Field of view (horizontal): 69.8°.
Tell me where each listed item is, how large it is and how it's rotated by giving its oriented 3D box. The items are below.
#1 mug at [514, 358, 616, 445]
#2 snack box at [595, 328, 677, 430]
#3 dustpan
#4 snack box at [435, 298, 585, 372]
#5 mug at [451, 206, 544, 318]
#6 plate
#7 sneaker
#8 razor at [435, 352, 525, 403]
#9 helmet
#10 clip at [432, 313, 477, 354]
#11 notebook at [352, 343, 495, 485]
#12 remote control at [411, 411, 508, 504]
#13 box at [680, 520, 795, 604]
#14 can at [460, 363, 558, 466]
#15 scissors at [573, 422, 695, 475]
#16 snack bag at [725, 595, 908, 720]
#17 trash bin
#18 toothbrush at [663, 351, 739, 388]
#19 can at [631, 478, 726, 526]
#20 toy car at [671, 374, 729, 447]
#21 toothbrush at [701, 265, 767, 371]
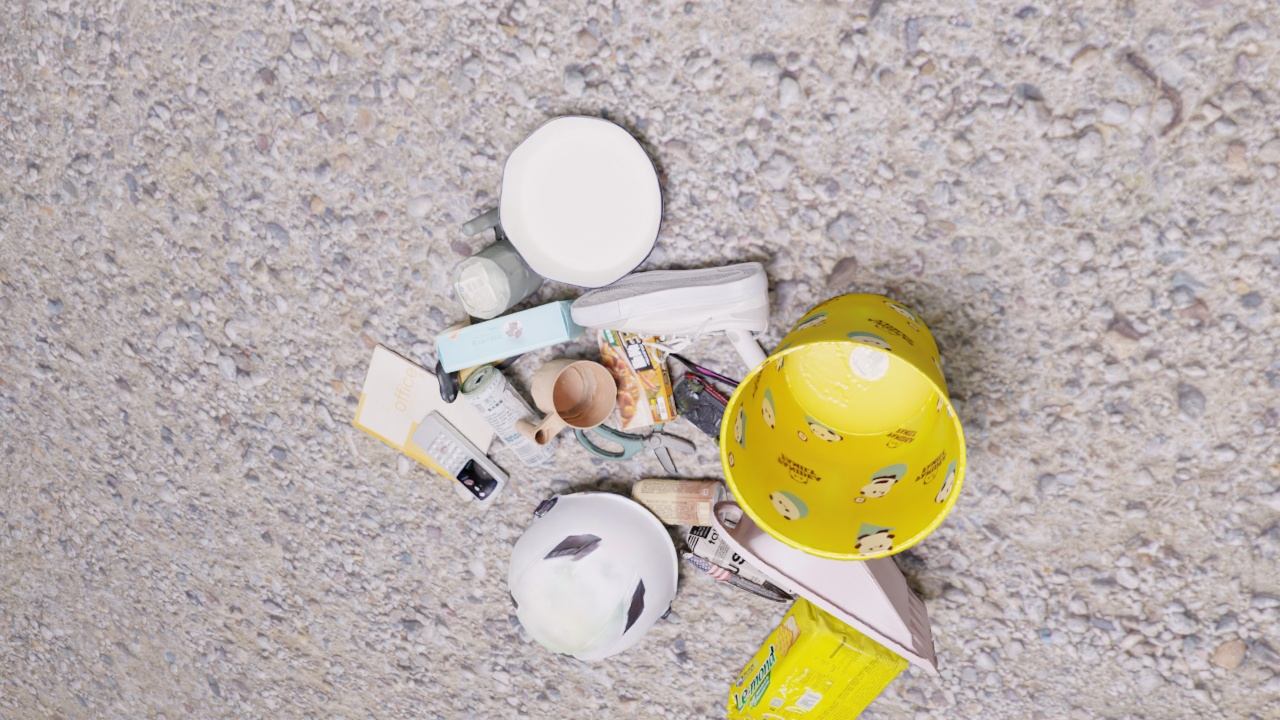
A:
[{"bbox_3d":[-0.100,0.053,1.150,0.124,0.104,0.084,-46,108,-13],"label":"mug"},{"bbox_3d":[-0.007,0.007,1.149,0.075,0.026,0.153,-13,88,24],"label":"snack box"},{"bbox_3d":[0.215,0.253,1.090,0.139,0.222,0.273,-35,83,14],"label":"dustpan"},{"bbox_3d":[-0.161,-0.032,1.147,0.175,0.074,0.051,-15,92,14],"label":"snack box"},{"bbox_3d":[-0.181,-0.123,1.140,0.084,0.103,0.124,-5,109,21],"label":"mug"},{"bbox_3d":[-0.068,-0.189,1.099,0.205,0.045,0.205,4,107,14],"label":"plate"},{"bbox_3d":[0.037,-0.053,1.081,0.243,0.089,0.091,-5,116,22],"label":"sneaker"},{"bbox_3d":[-0.206,-0.003,1.223,0.168,0.062,0.067,-30,127,21],"label":"razor"},{"bbox_3d":[-0.079,0.300,1.214,0.229,0.145,0.259,44,133,-3],"label":"helmet"},{"bbox_3d":[-0.231,-0.037,1.231,0.099,0.034,0.066,-29,97,17],"label":"clip"},{"bbox_3d":[-0.308,0.083,1.312,0.206,0.010,0.146,29,117,6],"label":"notebook"},{"bbox_3d":[-0.256,0.140,1.298,0.150,0.021,0.058,42,118,0],"label":"remote control"},{"bbox_3d":[0.131,0.275,1.212,0.163,0.076,0.088,24,136,6],"label":"box"},{"bbox_3d":[-0.171,0.074,1.211,0.058,0.058,0.147,-23,121,25],"label":"can"},{"bbox_3d":[-0.006,0.069,1.200,0.170,0.019,0.181,12,112,16],"label":"scissors"},{"bbox_3d":[0.232,0.418,1.205,0.158,0.068,0.247,26,117,-7],"label":"snack bag"},{"bbox_3d":[0.224,0.049,0.979,0.230,0.254,0.230,6,111,17],"label":"trash bin"},{"bbox_3d":[0.086,0.019,1.151,0.189,0.014,0.018,24,125,9],"label":"toothbrush"},{"bbox_3d":[0.051,0.186,1.201,0.116,0.058,0.058,0,110,19],"label":"can"},{"bbox_3d":[0.090,0.065,1.149,0.120,0.045,0.053,38,115,9],"label":"toy car"},{"bbox_3d":[0.129,-0.017,1.115,0.221,0.026,0.027,56,150,-7],"label":"toothbrush"}]
